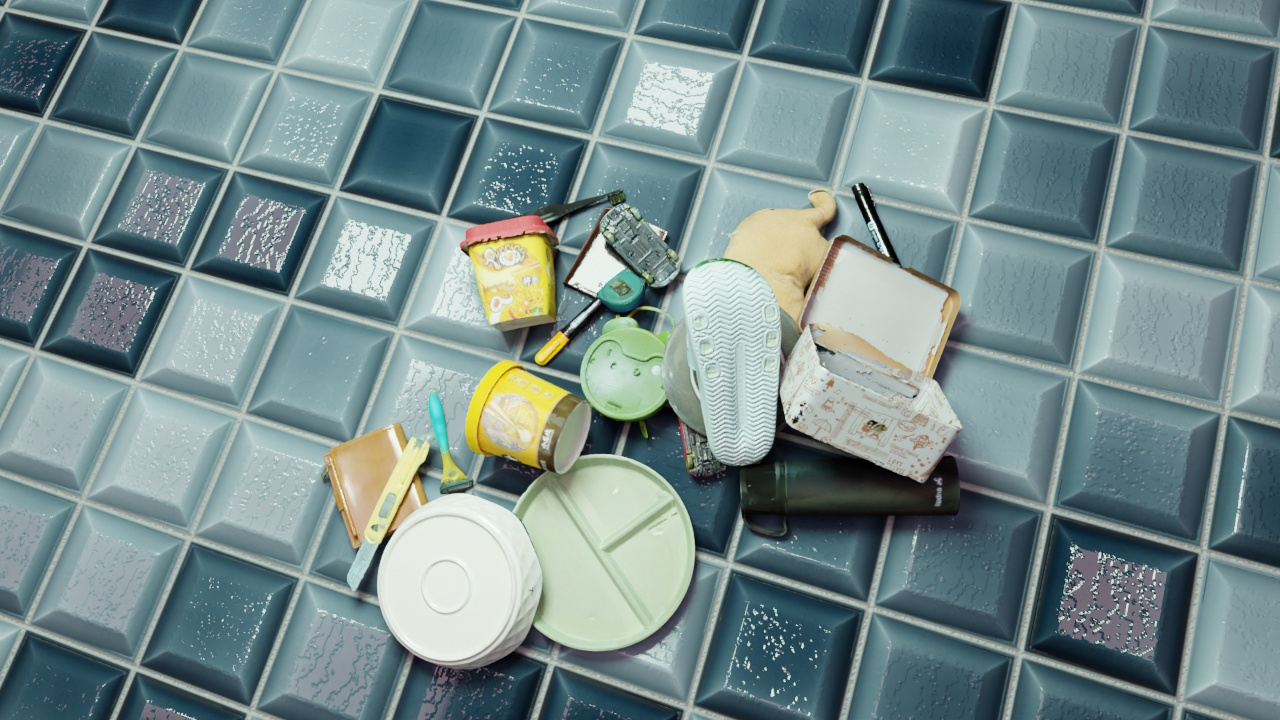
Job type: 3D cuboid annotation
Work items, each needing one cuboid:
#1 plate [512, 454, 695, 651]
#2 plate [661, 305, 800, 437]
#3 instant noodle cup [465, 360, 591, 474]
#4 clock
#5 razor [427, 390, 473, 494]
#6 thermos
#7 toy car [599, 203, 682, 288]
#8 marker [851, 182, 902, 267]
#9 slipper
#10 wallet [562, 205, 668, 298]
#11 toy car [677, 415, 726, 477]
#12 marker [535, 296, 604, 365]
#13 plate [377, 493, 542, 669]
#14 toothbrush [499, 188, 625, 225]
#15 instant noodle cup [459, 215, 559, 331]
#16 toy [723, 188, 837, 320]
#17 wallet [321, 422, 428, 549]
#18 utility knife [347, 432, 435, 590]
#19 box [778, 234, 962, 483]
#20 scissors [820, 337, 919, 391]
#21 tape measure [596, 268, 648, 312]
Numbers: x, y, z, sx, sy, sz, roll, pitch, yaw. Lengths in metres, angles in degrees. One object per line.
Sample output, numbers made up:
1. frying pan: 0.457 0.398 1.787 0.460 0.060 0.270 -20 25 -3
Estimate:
1. plate: -0.049 0.226 1.092 0.230 0.027 0.230 -2 73 8
2. plate: 0.114 0.011 1.079 0.179 0.024 0.179 0 94 -1
3. instant noodle cup: -0.129 0.073 1.094 0.114 0.118 0.118 19 77 17
4. clock: -0.007 0.007 1.135 0.116 0.056 0.161 19 77 11
5. razor: -0.247 0.101 1.154 0.043 0.028 0.132 -13 75 -21
6. thermos: 0.238 0.157 1.063 0.243 0.068 0.090 -3 106 9
7. toy car: 0.000 -0.146 1.173 0.054 0.037 0.120 -43 89 -5
8. marker: 0.301 -0.166 1.166 0.022 0.020 0.132 -8 69 -26
9. slipper: 0.103 0.001 1.033 0.104 0.074 0.246 -10 110 -7
10. wallet: -0.032 -0.133 1.200 0.096 0.020 0.122 26 81 13
11. toy car: 0.073 0.088 1.112 0.049 0.031 0.106 -8 79 -9
12. marker: -0.088 -0.040 1.175 0.124 0.015 0.018 -44 80 -1
13. plate: -0.218 0.260 1.072 0.205 0.045 0.205 -1 86 15
14. toothbrush: -0.123 -0.193 1.226 0.212 0.026 0.027 -17 107 1
15. instant noodle cup: -0.158 -0.107 1.166 0.116 0.116 0.123 -11 84 4
16. toy: 0.175 -0.131 1.143 0.143 0.083 0.225 21 76 -4
17. wallet: -0.336 0.158 1.145 0.119 0.035 0.130 -23 73 -1
18. utility knife: -0.307 0.180 1.119 0.031 0.021 0.208 21 81 13
19. box: 0.262 -0.001 1.042 0.179 0.133 0.270 24 53 -8
20. scissors: 0.286 0.005 1.120 0.133 0.017 0.131 20 79 16
21. tape measure: -0.021 -0.087 1.155 0.058 0.025 0.054 -40 51 -16
